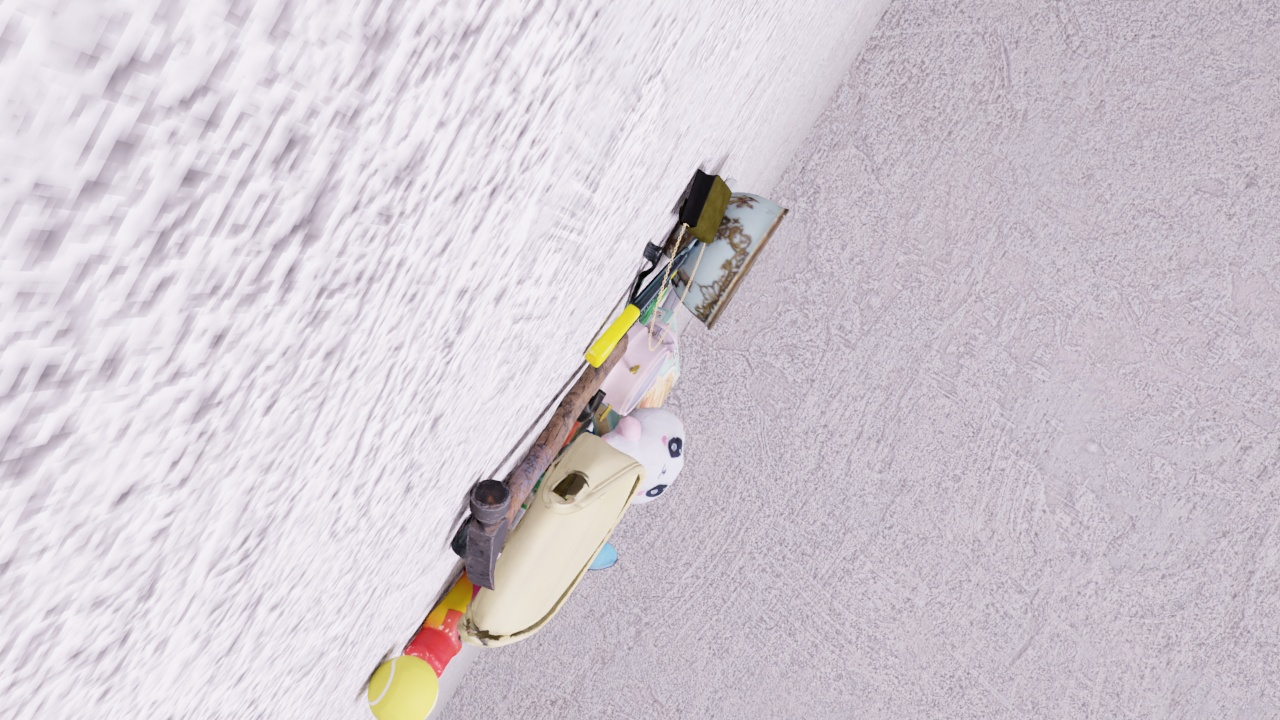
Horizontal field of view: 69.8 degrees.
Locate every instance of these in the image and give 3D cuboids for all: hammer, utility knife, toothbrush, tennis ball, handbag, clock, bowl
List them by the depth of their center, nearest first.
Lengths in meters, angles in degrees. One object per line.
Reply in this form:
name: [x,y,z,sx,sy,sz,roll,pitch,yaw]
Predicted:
tennis ball: [-0.224,0.312,0.865,0.065,0.065,0.065,-57,177,-5]
hammer: [-0.081,0.072,0.887,0.329,0.033,0.120,-58,165,-50]
handbag: [0.041,-0.095,0.907,0.178,0.027,0.084,-69,162,2]
utility knife: [0.004,-0.061,0.929,0.174,0.020,0.029,-50,179,-18]
toothbrush: [-0.002,-0.080,0.943,0.014,0.017,0.188,-52,179,-20]
hammer: [-0.115,0.117,0.970,0.133,0.033,0.332,-57,177,23]
handbag: [-0.102,0.190,0.984,0.233,0.088,0.190,-59,164,9]
bowl: [0.082,-0.125,1.016,0.160,0.094,0.160,-57,177,-5]
clock: [-0.007,0.007,1.172,0.117,0.059,0.157,-59,171,31]
hammer: [0.014,-0.036,1.454,0.312,0.029,0.124,-59,177,41]

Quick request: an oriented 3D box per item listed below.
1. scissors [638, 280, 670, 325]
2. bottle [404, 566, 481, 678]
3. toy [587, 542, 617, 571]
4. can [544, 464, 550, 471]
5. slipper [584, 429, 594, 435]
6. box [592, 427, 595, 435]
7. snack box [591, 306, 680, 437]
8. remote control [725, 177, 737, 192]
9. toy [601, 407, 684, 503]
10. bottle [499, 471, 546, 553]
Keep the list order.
scissors: [0.023,-0.085,1.248,0.123,0.011,0.126,-61,177,32]
bottle: [-0.208,0.290,1.023,0.133,0.048,0.072,-52,158,-46]
toy: [-0.137,0.278,1.350,0.224,0.099,0.191,-25,-156,22]
can: [-0.106,0.183,1.269,0.146,0.080,0.080,-57,177,-3]
slipper: [-0.117,0.198,1.469,0.214,0.059,0.103,-62,177,31]
box: [-0.052,0.138,1.483,0.244,0.060,0.175,115,-29,-70]
snack box: [-0.006,0.036,1.320,0.193,0.044,0.142,-55,153,-32]
remote control: [0.102,-0.196,1.269,0.050,0.022,0.134,-56,176,-31]
toy: [-0.012,0.125,1.204,0.179,0.101,0.139,-1,115,-56]
bottle: [-0.142,0.187,1.121,0.109,0.042,0.043,-56,177,-20]
